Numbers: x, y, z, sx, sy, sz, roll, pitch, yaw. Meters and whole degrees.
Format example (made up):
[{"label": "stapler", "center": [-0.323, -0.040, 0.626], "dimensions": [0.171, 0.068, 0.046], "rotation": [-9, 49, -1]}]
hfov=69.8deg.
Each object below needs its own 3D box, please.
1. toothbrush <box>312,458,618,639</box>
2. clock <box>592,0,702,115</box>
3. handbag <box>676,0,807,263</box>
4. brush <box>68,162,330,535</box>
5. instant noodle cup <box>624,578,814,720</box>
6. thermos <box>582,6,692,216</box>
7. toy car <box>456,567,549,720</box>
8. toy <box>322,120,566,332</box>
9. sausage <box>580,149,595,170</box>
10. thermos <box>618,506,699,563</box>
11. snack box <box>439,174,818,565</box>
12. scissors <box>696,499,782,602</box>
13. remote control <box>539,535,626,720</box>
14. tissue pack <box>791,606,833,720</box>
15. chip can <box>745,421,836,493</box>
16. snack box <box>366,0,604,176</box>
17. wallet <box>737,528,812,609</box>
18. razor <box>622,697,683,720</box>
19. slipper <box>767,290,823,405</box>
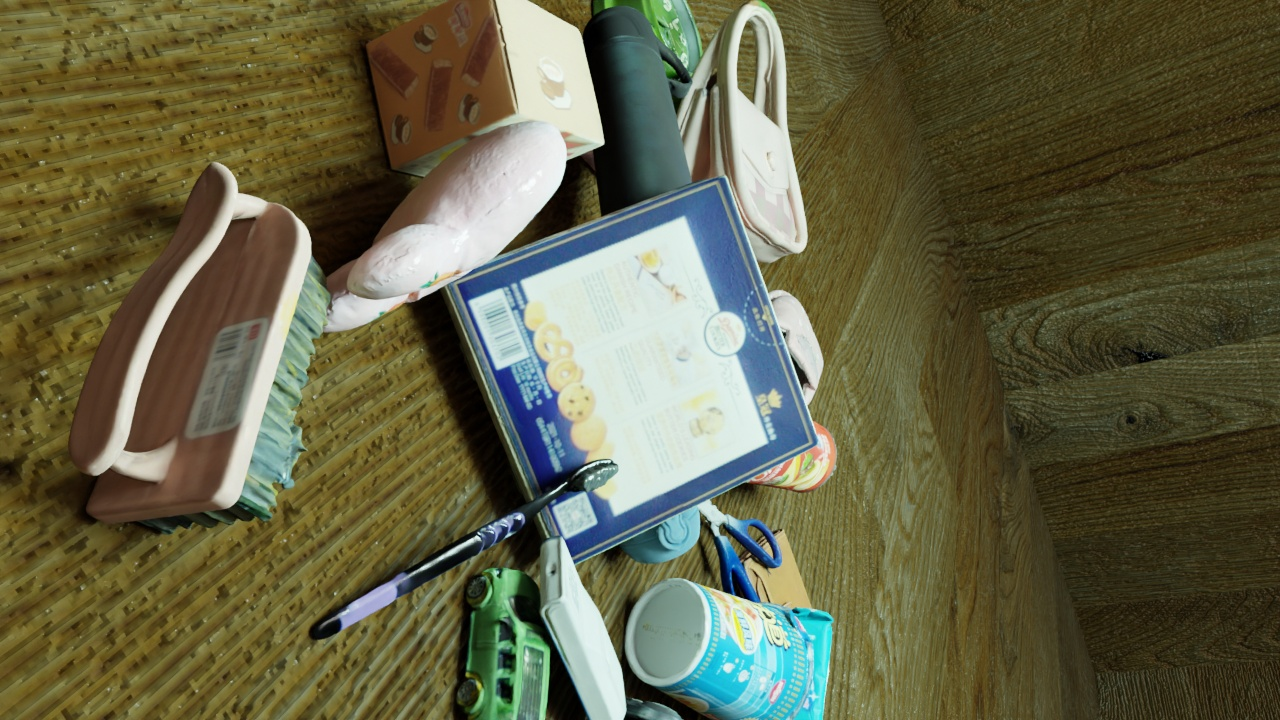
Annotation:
[{"label": "toothbrush", "center": [-0.077, 0.090, 0.461], "dimensions": [0.188, 0.017, 0.014], "rotation": [-26, 112, -41]}, {"label": "clock", "center": [0.009, -0.285, 0.835], "dimensions": [0.116, 0.056, 0.161], "rotation": [42, 42, -45]}, {"label": "handbag", "center": [0.098, -0.218, 0.862], "dimensions": [0.193, 0.093, 0.234], "rotation": [14, 80, -63]}, {"label": "brush", "center": [-0.166, -0.008, 0.359], "dimensions": [0.073, 0.063, 0.145], "rotation": [56, 31, -51]}, {"label": "instant noodle cup", "center": [0.049, 0.198, 0.630], "dimensions": [0.110, 0.099, 0.099], "rotation": [35, 46, -38]}, {"label": "thermos", "center": [0.008, -0.167, 0.681], "dimensions": [0.090, 0.069, 0.242], "rotation": [5, 53, -16]}, {"label": "toy car", "center": [-0.070, 0.155, 0.487], "dimensions": [0.043, 0.036, 0.091], "rotation": [35, 43, -49]}, {"label": "toy", "center": [-0.100, -0.067, 0.463], "dimensions": [0.054, 0.122, 0.159], "rotation": [53, 48, -16]}, {"label": "sausage", "center": [-0.053, -0.181, 0.702], "dimensions": [0.165, 0.021, 0.021], "rotation": [41, 42, -47]}, {"label": "thermos", "center": [-0.019, 0.028, 0.609], "dimensions": [0.070, 0.070, 0.220], "rotation": [-38, 110, -60]}, {"label": "snack box", "center": [-0.003, 0.003, 0.553], "dimensions": [0.182, 0.046, 0.178], "rotation": [-23, 99, -17]}, {"label": "scissors", "center": [0.065, 0.139, 0.742], "dimensions": [0.162, 0.012, 0.162], "rotation": [24, 50, -43]}, {"label": "remote control", "center": [-0.033, 0.159, 0.522], "dimensions": [0.049, 0.024, 0.125], "rotation": [-102, 176, -55]}, {"label": "tissue pack", "center": [0.109, 0.258, 0.688], "dimensions": [0.093, 0.050, 0.133], "rotation": [95, 7, -64]}, {"label": "chip can", "center": [0.092, 0.069, 0.761], "dimensions": [0.216, 0.073, 0.073], "rotation": [21, 58, -56]}, {"label": "snack box", "center": [-0.090, -0.156, 0.542], "dimensions": [0.092, 0.095, 0.077], "rotation": [-3, 79, -62]}, {"label": "wallet", "center": [0.121, 0.227, 0.809], "dimensions": [0.118, 0.035, 0.130], "rotation": [-15, 86, -65]}, {"label": "razor", "center": [0.009, 0.288, 0.544], "dimensions": [0.067, 0.062, 0.167], "rotation": [6, 73, -29]}, {"label": "slipper", "center": [0.145, -0.002, 0.941], "dimensions": [0.273, 0.055, 0.114], "rotation": [-42, 113, -58]}]
